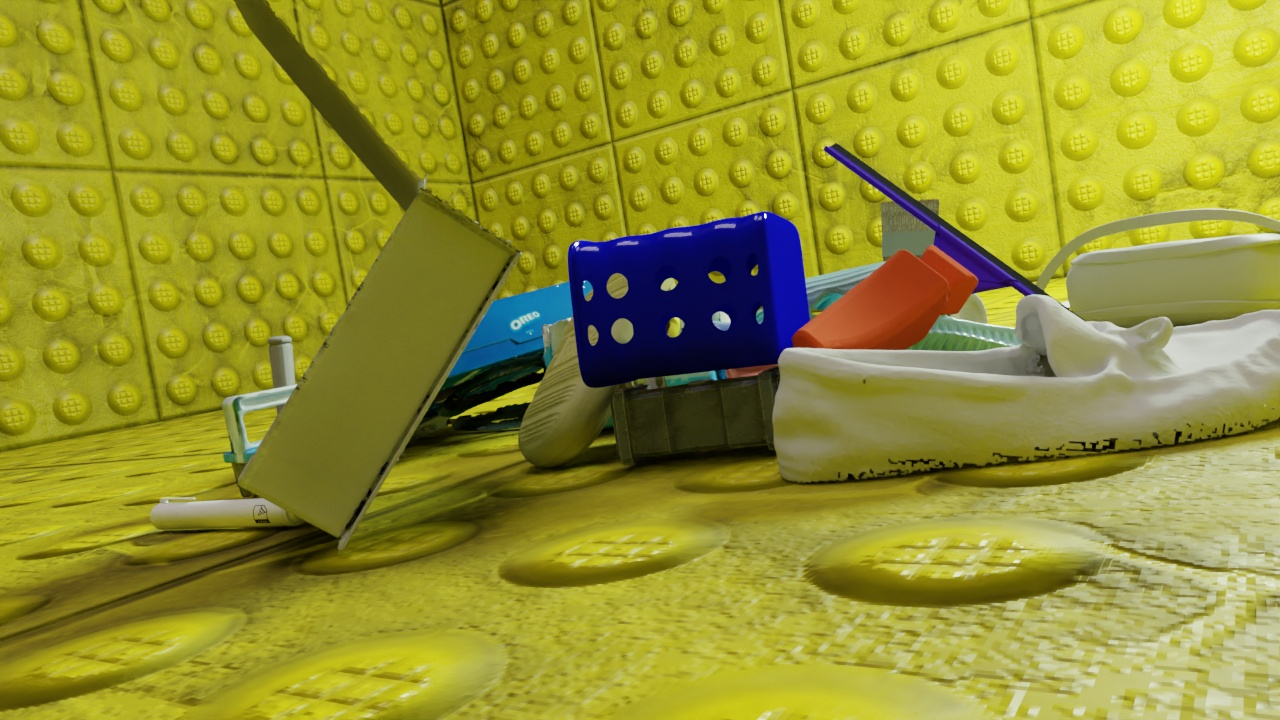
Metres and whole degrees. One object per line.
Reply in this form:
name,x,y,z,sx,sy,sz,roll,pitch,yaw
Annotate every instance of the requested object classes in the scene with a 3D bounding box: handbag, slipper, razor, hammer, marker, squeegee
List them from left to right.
marker,-0.243,0.089,0.542,0.134,0.020,0.017,-7,-6,30
razor,-0.308,0.037,0.797,0.047,0.116,0.088,-3,4,13
slipper,-0.012,0.005,0.624,0.092,0.081,0.190,-31,25,47
hammer,0.080,0.024,0.656,0.099,0.044,0.321,-8,1,19
slipper,0.164,-0.028,0.638,0.276,0.069,0.116,3,-3,-7
squeegee,0.147,-0.032,0.526,0.184,0.249,0.055,-23,-33,-41
slipper,0.184,0.007,0.426,0.247,0.075,0.112,-7,19,5
handbag,0.493,-0.078,0.826,0.222,0.095,0.216,-5,2,-42

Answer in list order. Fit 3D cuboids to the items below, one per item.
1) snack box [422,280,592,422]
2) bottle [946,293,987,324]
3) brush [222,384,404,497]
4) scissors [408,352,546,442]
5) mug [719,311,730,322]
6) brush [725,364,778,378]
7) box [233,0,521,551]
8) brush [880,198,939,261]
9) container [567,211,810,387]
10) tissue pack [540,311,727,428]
snack box,-0.170,0.007,0.848,0.195,0.056,0.240,-19,-5,-44
bottle,0.256,-0.033,0.926,0.062,0.062,0.177,-11,4,-34
brush,-0.239,0.052,0.691,0.055,0.075,0.135,-5,5,42
scissors,-0.146,0.052,0.805,0.210,0.015,0.154,-23,-21,17
mug,0.049,-0.013,0.905,0.091,0.090,0.121,-8,3,20
brush,0.078,0.016,0.821,0.172,0.041,0.030,-9,-14,-8
box,-0.149,-0.167,0.489,0.148,0.506,0.167,-5,1,-13
brush,0.220,-0.059,0.753,0.045,0.143,0.008,1,8,18
container,0.031,-0.033,0.521,0.114,0.084,0.085,-7,0,24
tissue pack,-0.004,0.004,0.725,0.144,0.093,0.061,-9,1,-3
